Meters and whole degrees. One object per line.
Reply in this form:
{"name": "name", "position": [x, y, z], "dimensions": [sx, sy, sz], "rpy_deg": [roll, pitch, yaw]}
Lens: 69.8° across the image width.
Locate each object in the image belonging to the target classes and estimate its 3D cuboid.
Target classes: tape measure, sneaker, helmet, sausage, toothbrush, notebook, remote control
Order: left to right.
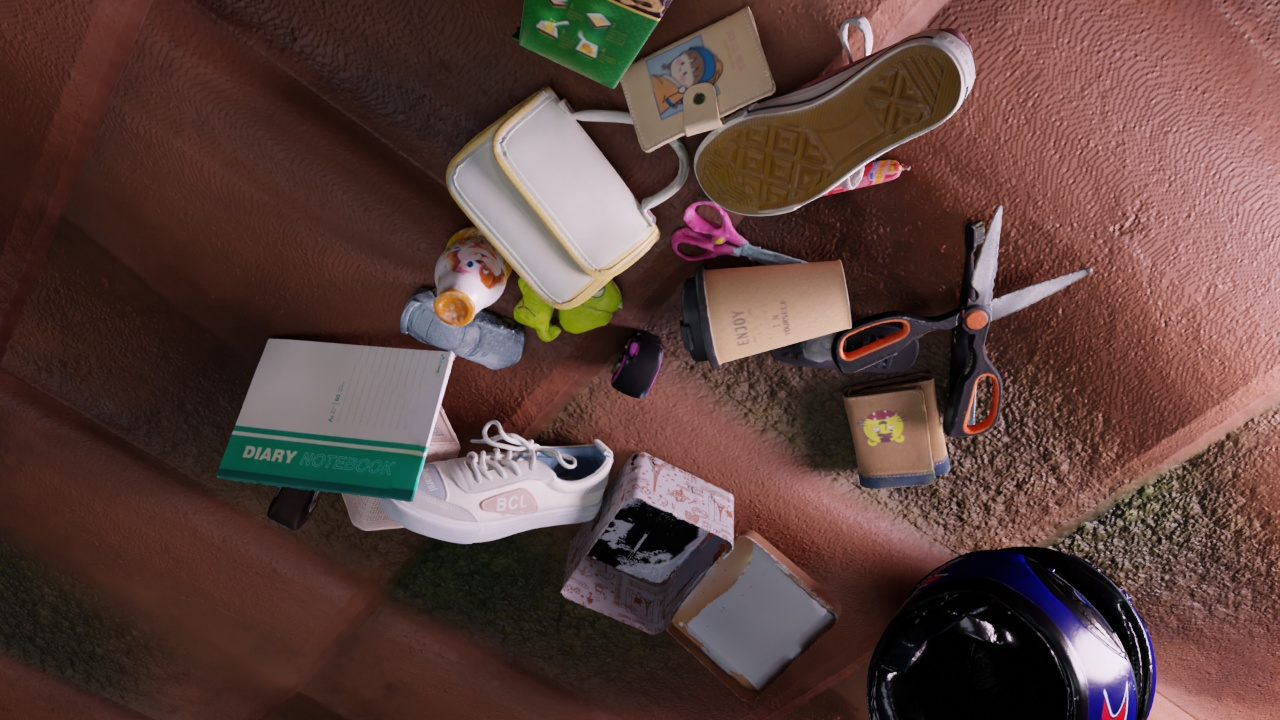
{"name": "notebook", "position": [-0.291, 0.053, 0.877], "dimensions": [0.209, 0.150, 0.012], "rpy_deg": [4, 156, 16]}
{"name": "sneaker", "position": [-0.129, 0.114, 0.899], "dimensions": [0.241, 0.089, 0.091], "rpy_deg": [2, 123, -37]}
{"name": "tape measure", "position": [-0.005, 0.005, 0.874], "dimensions": [0.039, 0.057, 0.057], "rpy_deg": [23, 126, -7]}
{"name": "sausage", "position": [0.148, -0.148, 0.776], "dimensions": [0.156, 0.020, 0.020], "rpy_deg": [-11, 121, 14]}
{"name": "sneaker", "position": [0.150, -0.187, 0.712], "dimensions": [0.242, 0.087, 0.118], "rpy_deg": [-20, 108, 43]}
{"name": "remote control", "position": [0.188, -0.016, 0.855], "dimensions": [0.136, 0.024, 0.053], "rpy_deg": [6, 123, 3]}
{"name": "toothbrush", "position": [0.297, -0.028, 0.834], "dimensions": [0.027, 0.026, 0.213], "rpy_deg": [-21, 124, -20]}
{"name": "helmet", "position": [0.380, 0.299, 0.907], "dimensions": [0.239, 0.247, 0.316], "rpy_deg": [-18, 140, -33]}

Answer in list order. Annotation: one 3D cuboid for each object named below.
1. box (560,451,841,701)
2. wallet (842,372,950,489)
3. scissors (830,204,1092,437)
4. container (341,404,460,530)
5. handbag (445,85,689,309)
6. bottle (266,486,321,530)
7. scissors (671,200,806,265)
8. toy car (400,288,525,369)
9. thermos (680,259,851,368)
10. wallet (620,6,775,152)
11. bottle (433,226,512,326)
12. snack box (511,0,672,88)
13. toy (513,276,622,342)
{"name": "box", "position": [0.062, 0.238, 0.987], "dimensions": [0.259, 0.110, 0.179], "rpy_deg": [27, 123, -10]}
{"name": "wallet", "position": [0.252, 0.071, 0.902], "dimensions": [0.090, 0.033, 0.115], "rpy_deg": [-10, 118, 15]}
{"name": "scissors", "position": [0.280, -0.025, 0.812], "dimensions": [0.221, 0.021, 0.235], "rpy_deg": [-7, 119, 9]}
{"name": "container", "position": [-0.246, 0.102, 0.937], "dimensions": [0.090, 0.090, 0.111], "rpy_deg": [3, 129, -38]}
{"name": "handbag", "position": [-0.052, -0.148, 0.771], "dimensions": [0.179, 0.063, 0.163], "rpy_deg": [-36, 108, 11]}
{"name": "bottle", "position": [-0.332, 0.091, 0.960], "dimensions": [0.044, 0.079, 0.195], "rpy_deg": [29, 119, -11]}
{"name": "scissors", "position": [0.091, -0.093, 0.824], "dimensions": [0.137, 0.017, 0.073], "rpy_deg": [25, 133, -16]}
{"name": "toy car", "position": [-0.171, -0.028, 0.887], "dimensions": [0.120, 0.036, 0.054], "rpy_deg": [21, 123, -11]}
{"name": "thermos", "position": [0.109, -0.046, 0.806], "dimensions": [0.143, 0.092, 0.093], "rpy_deg": [-9, 122, 11]}
{"name": "wallet", "position": [0.044, -0.215, 0.715], "dimensions": [0.115, 0.087, 0.024], "rpy_deg": [-20, 158, 18]}
{"name": "bottle", "position": [-0.151, -0.072, 0.810], "dimensions": [0.063, 0.108, 0.063], "rpy_deg": [3, 125, 4]}
{"name": "snack box", "position": [-0.026, -0.272, 0.670], "dimensions": [0.117, 0.118, 0.106], "rpy_deg": [23, 135, -8]}
{"name": "toy", "position": [-0.066, -0.056, 0.856], "dimensions": [0.100, 0.031, 0.097], "rpy_deg": [14, 117, 0]}
